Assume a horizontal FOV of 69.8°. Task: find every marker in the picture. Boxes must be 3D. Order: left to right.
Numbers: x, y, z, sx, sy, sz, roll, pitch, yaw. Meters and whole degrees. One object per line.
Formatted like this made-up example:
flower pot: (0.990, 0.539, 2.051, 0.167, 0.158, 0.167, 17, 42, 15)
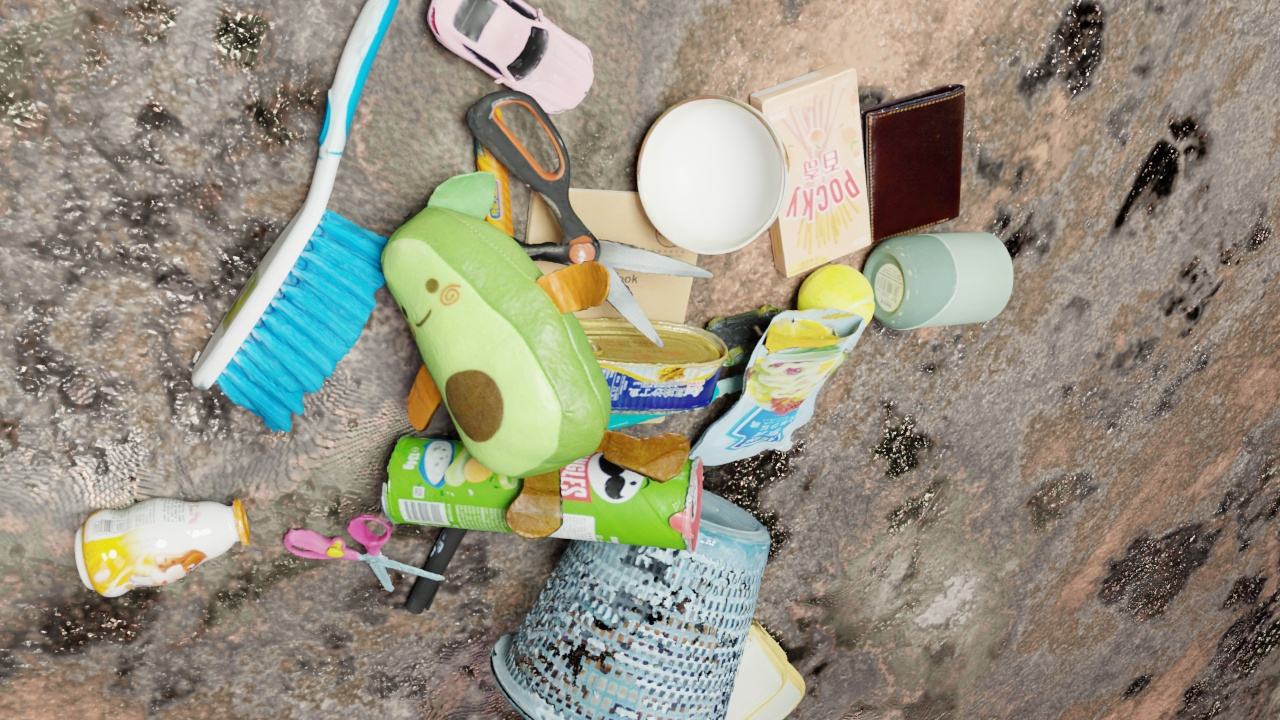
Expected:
marker: (-0.167, 0.163, 0.787, 0.022, 0.020, 0.132, 20, 108, -30)

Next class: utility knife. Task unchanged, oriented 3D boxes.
utility knife: (0.025, 0.037, 0.796, 0.209, 0.013, 0.029, -14, 120, -14)

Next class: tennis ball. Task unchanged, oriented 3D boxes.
tennis ball: (0.169, -0.050, 0.793, 0.065, 0.065, 0.066, -11, 121, -19)

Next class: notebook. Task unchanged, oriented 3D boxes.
notebook: (-0.030, -0.037, 0.746, 0.147, 0.008, 0.208, -1, 118, -24)

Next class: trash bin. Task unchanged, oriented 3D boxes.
trash bin: (0.010, 0.208, 0.792, 0.226, 0.227, 0.195, 19, 95, -31)

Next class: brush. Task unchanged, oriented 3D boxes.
brush: (-0.204, -0.097, 0.610, 0.109, 0.060, 0.315, 33, 98, -31)

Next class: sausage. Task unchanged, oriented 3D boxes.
sausage: (-0.104, -0.108, 0.664, 0.021, 0.021, 0.165, -12, 121, -18)

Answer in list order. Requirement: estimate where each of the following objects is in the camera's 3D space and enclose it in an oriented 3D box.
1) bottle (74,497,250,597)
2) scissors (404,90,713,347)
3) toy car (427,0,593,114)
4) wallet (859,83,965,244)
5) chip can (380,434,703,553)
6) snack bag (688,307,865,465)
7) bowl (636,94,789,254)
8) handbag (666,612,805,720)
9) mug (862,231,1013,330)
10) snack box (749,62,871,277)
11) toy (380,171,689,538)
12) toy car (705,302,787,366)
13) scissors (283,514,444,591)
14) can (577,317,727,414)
bottle: (-0.342, 0.129, 0.662, 0.108, 0.063, 0.063, -12, 121, -18)
scissors: (-0.058, -0.093, 0.651, 0.221, 0.021, 0.222, -6, 120, -3)
toy car: (-0.082, -0.210, 0.609, 0.122, 0.037, 0.056, 26, 106, -34)
wallet: (0.234, -0.166, 0.787, 0.096, 0.020, 0.122, -17, 124, -9)
chip can: (-0.073, 0.100, 0.695, 0.236, 0.072, 0.072, 3, 120, 10)
snack bag: (0.117, 0.031, 0.800, 0.110, 0.039, 0.191, -13, 145, -28)
bowl: (0.061, -0.139, 0.684, 0.062, 0.113, 0.114, -30, 140, -60)
handbag: (0.077, 0.349, 0.980, 0.163, 0.063, 0.179, -39, 122, -2)
mug: (0.255, -0.063, 0.823, 0.106, 0.082, 0.112, -7, 151, -22)
snack box: (0.141, -0.152, 0.748, 0.084, 0.026, 0.157, -23, 124, -11)
toy: (-0.089, 0.002, 0.611, 0.228, 0.089, 0.246, -31, 94, 33)
toy car: (0.097, -0.019, 0.790, 0.091, 0.043, 0.036, -12, 147, -27)
scissors: (-0.216, 0.155, 0.741, 0.133, 0.017, 0.129, 24, 135, -24)
can: (-0.004, 0.004, 0.730, 0.148, 0.074, 0.049, 1, 120, -24)
